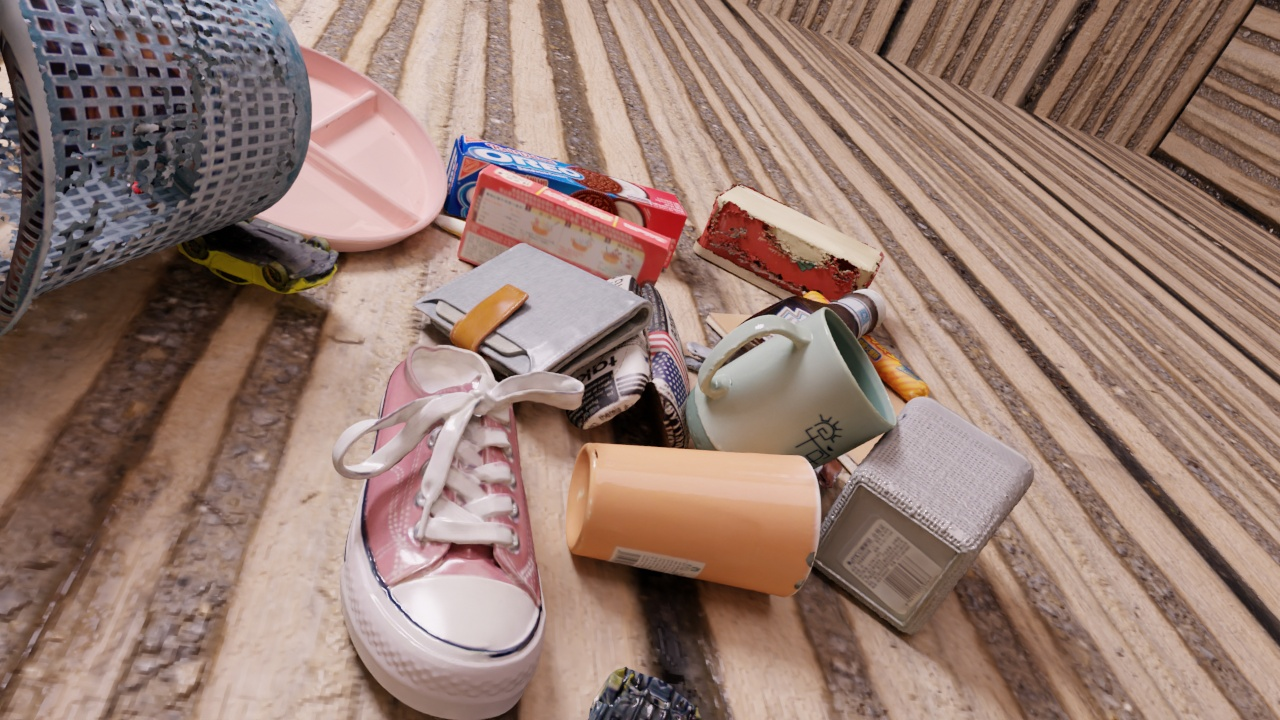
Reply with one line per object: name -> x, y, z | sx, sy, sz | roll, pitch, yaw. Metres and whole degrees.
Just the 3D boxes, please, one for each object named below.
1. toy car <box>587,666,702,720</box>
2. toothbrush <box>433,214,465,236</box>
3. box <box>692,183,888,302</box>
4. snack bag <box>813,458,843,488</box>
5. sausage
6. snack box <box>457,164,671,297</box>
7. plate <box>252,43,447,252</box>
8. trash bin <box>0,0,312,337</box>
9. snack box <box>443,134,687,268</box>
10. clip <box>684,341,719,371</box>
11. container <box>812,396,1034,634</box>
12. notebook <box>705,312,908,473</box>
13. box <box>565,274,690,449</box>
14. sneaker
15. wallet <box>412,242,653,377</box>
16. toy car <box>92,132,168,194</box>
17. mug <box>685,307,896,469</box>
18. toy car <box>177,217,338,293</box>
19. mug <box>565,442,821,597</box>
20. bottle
toy car -> -0.009, 0.168, 0.365 | 0.049, 0.031, 0.105 | 27, 28, 8
toothbrush -> -0.080, -0.082, 0.741 | 0.191, 0.018, 0.016 | 23, 28, 0
box -> 0.147, -0.111, 0.890 | 0.168, 0.078, 0.091 | 28, 29, 10
snack bag -> 0.091, 0.053, 0.632 | 0.105, 0.026, 0.045 | 31, 24, 11
sausage -> 0.193, -0.013, 0.801 | 0.021, 0.021, 0.165 | -4, 39, -39
snack box -> -0.059, -0.086, 0.705 | 0.153, 0.075, 0.025 | 22, 30, -2
plate -> -0.258, -0.165, 0.693 | 0.229, 0.028, 0.229 | 24, 39, -21
trash bin -> -0.292, -0.136, 0.477 | 0.226, 0.227, 0.194 | 32, 27, 15
snack box -> -0.066, -0.137, 0.804 | 0.207, 0.058, 0.057 | 12, 28, -19
clip -> 0.057, 0.004, 0.700 | 0.058, 0.036, 0.025 | 23, 31, -9
container -> 0.167, 0.093, 0.558 | 0.090, 0.090, 0.114 | 35, 34, 21
notebook -> 0.167, 0.024, 0.749 | 0.149, 0.012, 0.211 | 0, 37, -38
box -> -0.002, 0.004, 0.635 | 0.087, 0.076, 0.162 | 46, 18, -25
sneaker -> -0.089, 0.052, 0.442 | 0.118, 0.088, 0.240 | 12, 30, -20
wallet -> -0.074, -0.034, 0.599 | 0.106, 0.037, 0.130 | -33, 43, -31
toy car -> -0.348, -0.123, 0.608 | 0.049, 0.031, 0.106 | 15, 32, -13
mug -> 0.080, 0.021, 0.555 | 0.111, 0.106, 0.082 | 43, 27, -35
toy car -> -0.241, -0.065, 0.578 | 0.105, 0.032, 0.048 | 18, 34, 13
mug -> 0.025, 0.082, 0.494 | 0.122, 0.078, 0.078 | 9, 32, -13
bottle -> 0.138, -0.017, 0.723 | 0.080, 0.044, 0.194 | 47, 40, 15
